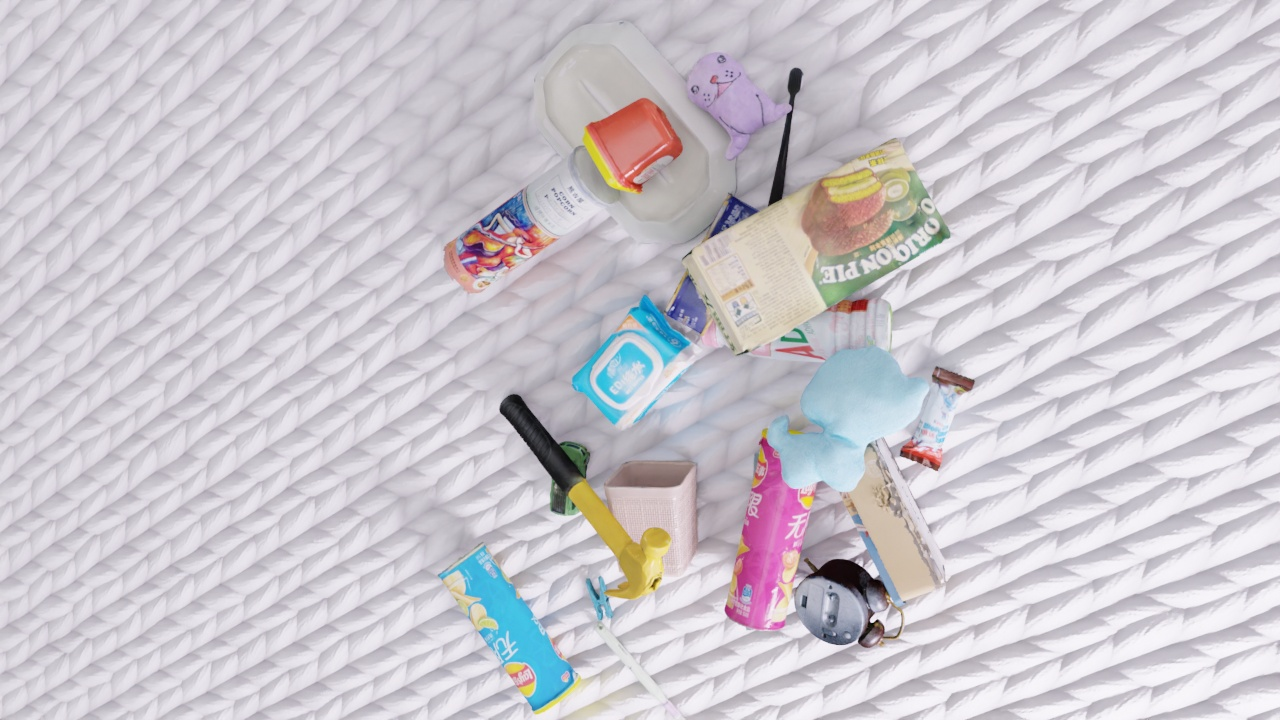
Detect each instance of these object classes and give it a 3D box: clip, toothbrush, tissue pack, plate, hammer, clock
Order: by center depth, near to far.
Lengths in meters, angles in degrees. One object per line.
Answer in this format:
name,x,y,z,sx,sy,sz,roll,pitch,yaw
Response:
toothbrush,0.150,-0.213,0.964,0.016,0.018,0.181,14,106,21
clock,0.225,0.264,0.992,0.122,0.055,0.082,17,116,33
plate,-0.012,-0.247,0.999,0.162,0.034,0.265,-41,86,20
hammer,-0.072,0.143,1.025,0.300,0.032,0.129,47,138,33
tissue pack,-0.006,0.006,1.029,0.090,0.063,0.140,44,110,6
toothbrush,0.009,0.392,1.122,0.189,0.029,0.020,47,150,6
clip,-0.049,0.291,1.124,0.042,0.014,0.056,-16,96,21

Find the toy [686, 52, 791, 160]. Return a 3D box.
toy,0.092,-0.271,0.956,0.084,0.039,0.108,-41,82,11

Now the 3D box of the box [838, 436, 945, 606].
box,0.261,0.167,0.959,0.061,0.089,0.184,-25,87,19

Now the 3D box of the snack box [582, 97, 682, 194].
snack box,-0.004,-0.219,0.937,0.080,0.091,0.082,-30,90,14

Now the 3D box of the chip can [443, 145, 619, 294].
chip can,-0.125,-0.152,1.016,0.215,0.071,0.071,-28,91,32

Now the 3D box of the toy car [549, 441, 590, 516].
toy car,-0.087,0.142,1.098,0.043,0.036,0.091,10,99,17

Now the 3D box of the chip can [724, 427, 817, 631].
chip can,0.146,0.183,0.999,0.071,0.071,0.210,13,99,15

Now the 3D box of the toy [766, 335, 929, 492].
toy,0.202,0.053,0.908,0.162,0.049,0.156,1,91,28

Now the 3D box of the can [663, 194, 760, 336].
can,0.079,-0.100,0.956,0.049,0.075,0.148,29,79,0

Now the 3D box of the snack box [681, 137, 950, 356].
snack box,0.170,-0.110,0.896,0.240,0.063,0.114,-30,91,-9

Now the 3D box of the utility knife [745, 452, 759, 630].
utility knife,0.134,0.210,1.049,0.029,0.013,0.216,2,100,14

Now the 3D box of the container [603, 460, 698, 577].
container,0.017,0.180,1.044,0.090,0.089,0.111,-2,103,18

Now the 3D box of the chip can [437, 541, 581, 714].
chip can,-0.163,0.330,1.137,0.071,0.071,0.210,-37,87,20

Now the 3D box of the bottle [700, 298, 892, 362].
bottle,0.162,-0.032,0.968,0.197,0.068,0.068,1,100,21

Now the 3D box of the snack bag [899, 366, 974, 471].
snack bag,0.309,0.061,0.958,0.048,0.026,0.104,20,106,1
